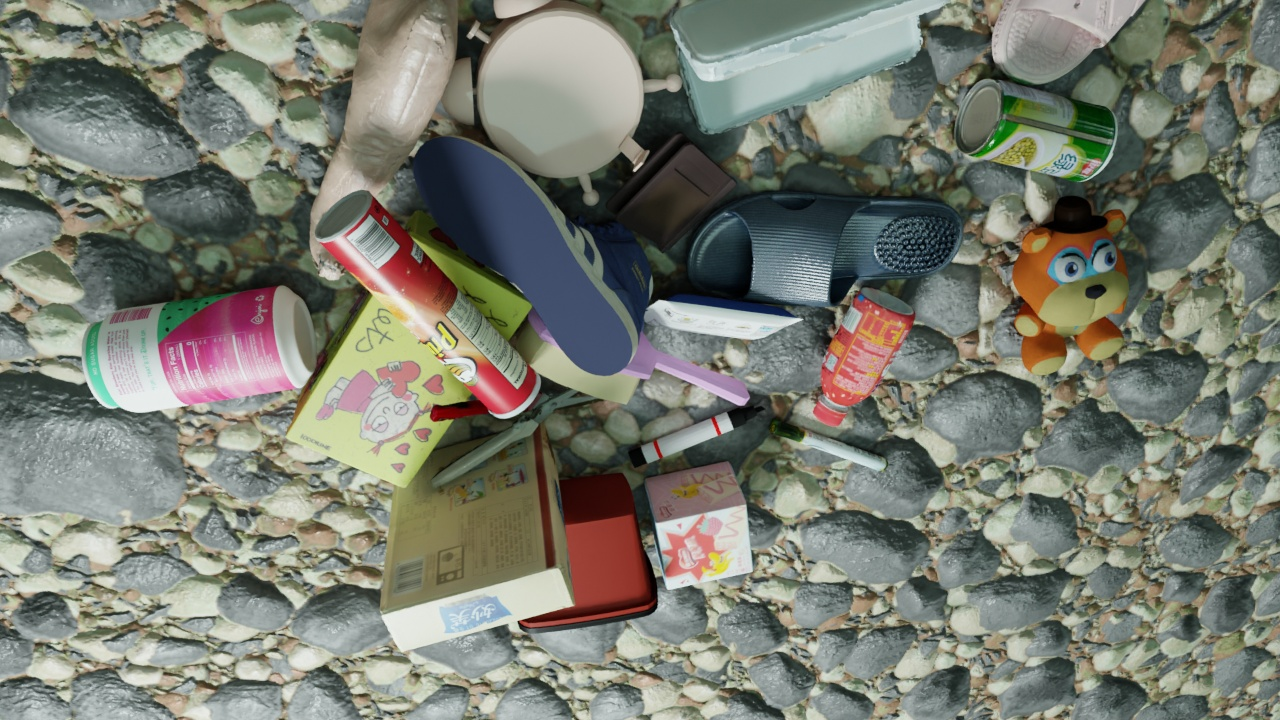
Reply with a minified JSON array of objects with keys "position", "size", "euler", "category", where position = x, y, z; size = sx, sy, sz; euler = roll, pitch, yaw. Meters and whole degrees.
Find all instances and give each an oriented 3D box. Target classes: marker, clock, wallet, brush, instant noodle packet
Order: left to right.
[{"position":[-0.065,-0.211,0.721],"size":[0.160,0.086,0.131],"euler":[33,109,-18],"category":"clock"},{"position":[-0.005,0.005,0.846],"size":[0.228,0.089,0.043],"euler":[22,118,-20],"category":"brush"},{"position":[0.029,-0.137,0.778],"size":[0.092,0.018,0.115],"euler":[-43,155,14],"category":"wallet"},{"position":[0.058,0.075,0.936],"size":[0.145,0.019,0.019],"euler":[-22,120,3],"category":"marker"},{"position":[0.069,-0.038,0.842],"size":[0.134,0.087,0.026],"euler":[7,81,-14],"category":"instant noodle packet"},{"position":[0.201,0.091,0.971],"size":[0.146,0.017,0.017],"euler":[20,114,-19],"category":"marker"}]

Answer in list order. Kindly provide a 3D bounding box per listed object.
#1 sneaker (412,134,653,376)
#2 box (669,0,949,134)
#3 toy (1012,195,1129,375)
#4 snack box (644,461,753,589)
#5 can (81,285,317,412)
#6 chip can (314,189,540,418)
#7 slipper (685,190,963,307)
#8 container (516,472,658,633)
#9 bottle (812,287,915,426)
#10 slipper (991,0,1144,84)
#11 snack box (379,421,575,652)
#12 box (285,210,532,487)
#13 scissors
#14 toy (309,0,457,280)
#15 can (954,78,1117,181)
[{"position":[-0.071,-0.107,0.764],"size":[0.092,0.118,0.233],"euler":[-36,103,32],"category":"sneaker"},{"position":[0.137,-0.251,0.717],"size":[0.211,0.105,0.130],"euler":[-22,124,3],"category":"box"},{"position":[0.410,-0.073,0.880],"size":[0.112,0.096,0.176],"euler":[-16,109,0],"category":"toy"},{"position":[0.060,0.172,0.956],"size":[0.094,0.079,0.093],"euler":[-11,120,-3],"category":"snack box"},{"position":[-0.367,-0.009,0.774],"size":[0.166,0.088,0.088],"euler":[-9,120,-5],"category":"can"},{"position":[-0.158,-0.037,0.711],"size":[0.052,0.051,0.215],"euler":[-32,129,8],"category":"chip can"},{"position":[0.175,-0.098,0.824],"size":[0.263,0.082,0.101],"euler":[-6,118,-7],"category":"slipper"},{"position":[-0.059,0.227,0.948],"size":[0.148,0.127,0.201],"euler":[-7,114,-6],"category":"container"},{"position":[0.211,0.001,0.898],"size":[0.062,0.062,0.138],"euler":[15,117,-17],"category":"bottle"},{"position":[0.381,-0.333,0.737],"size":[0.094,0.064,0.240],"euler":[18,113,-19],"category":"slipper"},{"position":[-0.148,0.151,0.835],"size":[0.153,0.207,0.055],"euler":[-15,123,-1],"category":"snack box"},{"position":[-0.203,-0.008,0.808],"size":[0.124,0.082,0.221],"euler":[32,111,-24],"category":"box"},{"position":[-0.120,0.057,0.843],"size":[0.179,0.015,0.196],"euler":[-48,148,14],"category":"scissors"},{"position":[-0.199,-0.192,0.704],"size":[0.065,0.195,0.265],"euler":[17,140,-24],"category":"toy"},{"position":[0.346,-0.201,0.803],"size":[0.121,0.067,0.067],"euler":[9,117,-14],"category":"can"}]
